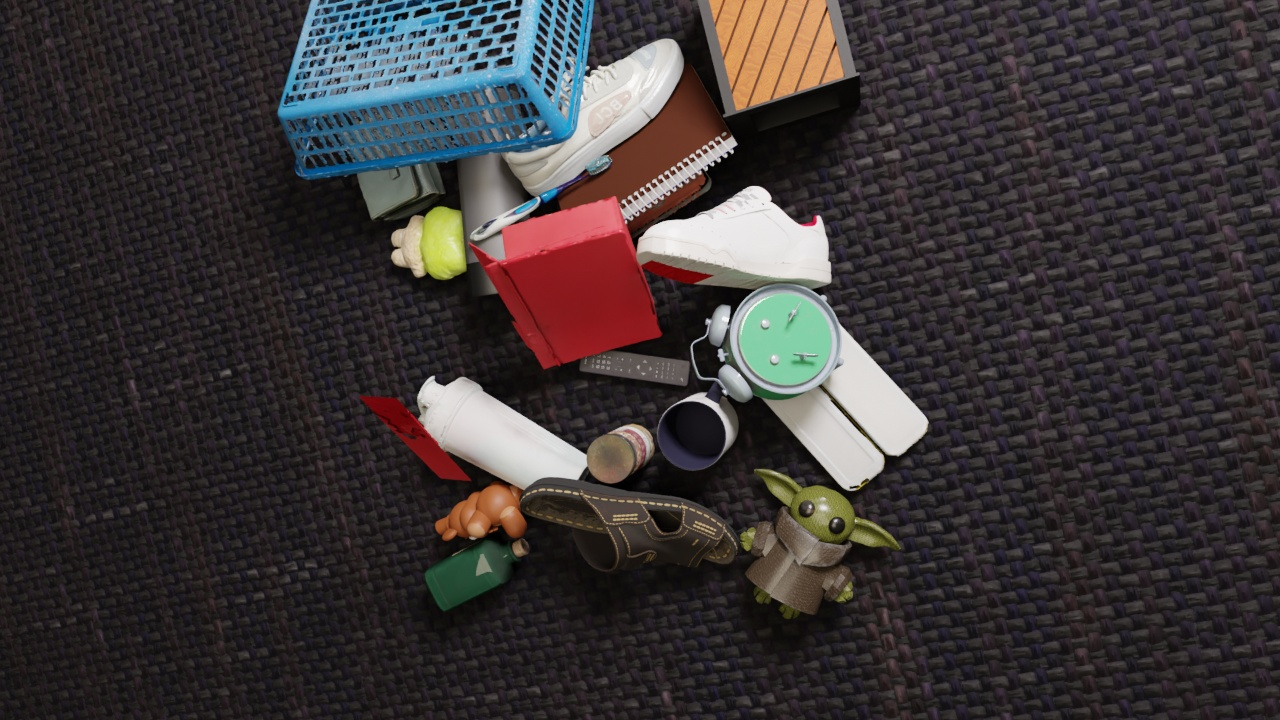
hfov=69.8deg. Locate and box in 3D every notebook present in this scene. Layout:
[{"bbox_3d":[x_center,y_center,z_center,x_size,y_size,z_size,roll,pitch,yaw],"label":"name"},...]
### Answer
[{"bbox_3d":[-0.005,-0.233,1.047,0.209,0.022,0.171,-32,46,14],"label":"notebook"}]

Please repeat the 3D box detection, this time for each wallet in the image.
[{"bbox_3d":[-0.314,-0.250,1.163,0.100,0.054,0.131,-22,83,14],"label":"wallet"}]

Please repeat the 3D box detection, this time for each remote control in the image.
[{"bbox_3d":[-0.007,0.007,1.118,0.136,0.015,0.032,8,96,11],"label":"remote control"}]

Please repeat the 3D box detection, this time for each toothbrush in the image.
[{"bbox_3d":[-0.116,-0.186,1.053,0.189,0.017,0.016,-28,76,9],"label":"toothbrush"}]

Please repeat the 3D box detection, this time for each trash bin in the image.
[{"bbox_3d":[0.147,-0.353,0.990,0.140,0.139,0.172,-14,90,15],"label":"trash bin"}]

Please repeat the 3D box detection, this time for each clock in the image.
[{"bbox_3d":[0.136,-0.016,1.007,0.161,0.075,0.122,-12,80,-7],"label":"clock"}]

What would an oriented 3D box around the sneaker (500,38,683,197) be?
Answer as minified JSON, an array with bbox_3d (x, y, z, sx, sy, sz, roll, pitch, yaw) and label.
[{"bbox_3d":[-0.058,-0.294,1.050,0.242,0.091,0.089,-40,43,5],"label":"sneaker"}]

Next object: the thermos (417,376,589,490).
[{"bbox_3d":[-0.172,0.102,1.130,0.220,0.099,0.099,29,100,7],"label":"thermos"}]

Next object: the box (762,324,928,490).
[{"bbox_3d":[0.219,0.039,1.059,0.130,0.036,0.209,-43,82,10],"label":"box"}]

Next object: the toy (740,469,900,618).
[{"bbox_3d":[0.187,0.217,1.049,0.179,0.078,0.153,28,96,14],"label":"toy"}]

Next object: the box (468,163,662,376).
[{"bbox_3d":[-0.067,-0.084,1.024,0.153,0.215,0.164,26,68,26],"label":"box"}]

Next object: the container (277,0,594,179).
[{"bbox_3d":[-0.242,-0.355,1.049,0.363,0.089,0.256,-4,64,19],"label":"container"}]

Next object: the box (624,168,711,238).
[{"bbox_3d":[-0.005,-0.175,1.076,0.187,0.082,0.042,-30,82,16],"label":"box"}]

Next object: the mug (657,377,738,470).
[{"bbox_3d":[0.075,0.066,1.058,0.078,0.096,0.112,29,100,11],"label":"mug"}]

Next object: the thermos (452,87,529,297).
[{"bbox_3d":[-0.177,-0.199,1.113,0.082,0.082,0.240,-4,93,14],"label":"thermos"}]

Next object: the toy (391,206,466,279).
[{"bbox_3d":[-0.264,-0.147,1.158,0.115,0.046,0.092,-3,92,21],"label":"toy"}]

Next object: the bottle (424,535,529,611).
[{"bbox_3d":[-0.200,0.261,1.159,0.131,0.061,0.061,-28,88,14],"label":"bottle"}]

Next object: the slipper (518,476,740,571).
[{"bbox_3d":[-0.011,0.200,1.054,0.267,0.113,0.075,16,56,-11],"label":"slipper"}]

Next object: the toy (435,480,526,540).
[{"bbox_3d":[-0.199,0.197,1.148,0.128,0.094,0.065,-25,111,26],"label":"toy"}]

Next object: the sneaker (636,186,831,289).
[{"bbox_3d":[0.103,-0.139,0.997,0.236,0.090,0.104,4,82,-25],"label":"sneaker"}]

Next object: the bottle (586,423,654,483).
[{"bbox_3d":[-0.022,0.108,1.082,0.056,0.105,0.056,1,94,14],"label":"bottle"}]
